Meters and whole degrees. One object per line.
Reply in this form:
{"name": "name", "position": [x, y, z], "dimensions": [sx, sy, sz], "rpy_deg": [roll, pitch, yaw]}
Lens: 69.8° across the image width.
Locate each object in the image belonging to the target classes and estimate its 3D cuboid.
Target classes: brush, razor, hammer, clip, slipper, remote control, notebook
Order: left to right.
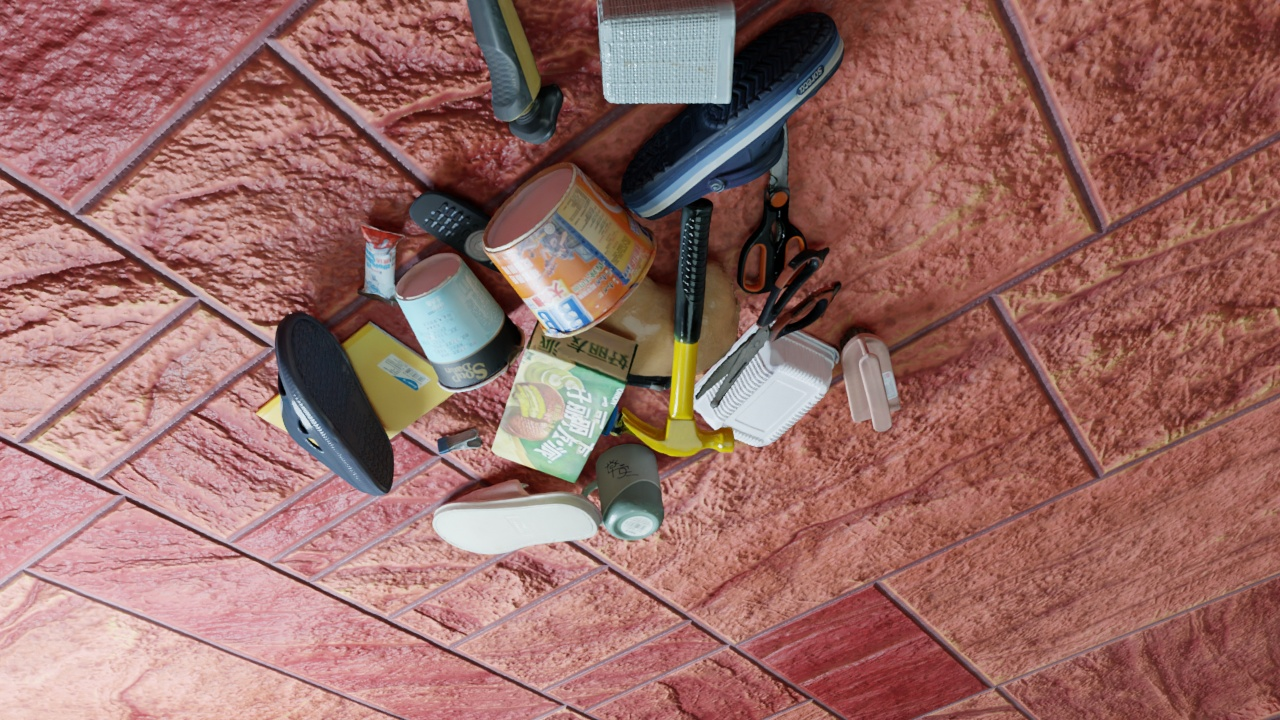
{"name": "slipper", "position": [-0.362, 0.065, 1.038], "dimensions": [0.083, 0.110, 0.268], "rpy_deg": [-11, 136, 6]}
{"name": "notebook", "position": [-0.337, 0.047, 1.104], "dimensions": [0.207, 0.010, 0.146], "rpy_deg": [-34, 130, 22]}
{"name": "clip", "position": [-0.231, 0.104, 1.171], "dimensions": [0.057, 0.024, 0.028], "rpy_deg": [-14, 139, -5]}
{"name": "remote control", "position": [-0.174, -0.134, 0.946], "dimensions": [0.136, 0.024, 0.053], "rpy_deg": [31, 121, -34]}
{"name": "razor", "position": [-0.114, -0.274, 0.808], "dimensions": [0.067, 0.062, 0.168], "rpy_deg": [-34, 132, -19]}
{"name": "slipper", "position": [-0.168, 0.207, 1.234], "dimensions": [0.275, 0.054, 0.114], "rpy_deg": [-14, 129, 33]}
{"name": "razor", "position": [0.003, 0.095, 1.202], "dimensions": [0.142, 0.022, 0.042], "rpy_deg": [24, 82, -33]}
{"name": "hammer", "position": [0.049, -0.026, 0.980], "dimensions": [0.128, 0.032, 0.301], "rpy_deg": [0, 119, -5]}
{"name": "slipper", "position": [0.092, -0.210, 0.860], "dimensions": [0.253, 0.105, 0.095], "rpy_deg": [-36, 128, 24]}
{"name": "brush", "position": [0.286, 0.022, 1.143], "dimensions": [0.063, 0.073, 0.146], "rpy_deg": [-17, 133, 7]}

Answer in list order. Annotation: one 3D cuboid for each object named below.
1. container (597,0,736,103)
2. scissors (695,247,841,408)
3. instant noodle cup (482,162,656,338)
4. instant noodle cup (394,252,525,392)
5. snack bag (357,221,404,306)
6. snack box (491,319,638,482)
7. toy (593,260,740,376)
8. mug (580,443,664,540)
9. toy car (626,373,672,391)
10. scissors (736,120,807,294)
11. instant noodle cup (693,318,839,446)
{"name": "container", "position": [0.020, -0.278, 0.797], "dimensions": [0.111, 0.090, 0.090], "rpy_deg": [-3, 134, -3]}
{"name": "scissors", "position": [0.150, -0.034, 1.049], "dimensions": [0.213, 0.015, 0.197], "rpy_deg": [-18, 134, -30]}
{"name": "instant noodle cup", "position": [-0.076, -0.114, 0.905], "dimensions": [0.152, 0.151, 0.111], "rpy_deg": [-31, 122, 20]}
{"name": "instant noodle cup", "position": [-0.197, -0.047, 0.979], "dimensions": [0.111, 0.111, 0.120], "rpy_deg": [-20, 126, 10]}
{"name": "snack bag", "position": [-0.273, -0.100, 0.962], "dimensions": [0.048, 0.026, 0.104], "rpy_deg": [17, 129, -6]}
{"name": "snack box", "position": [-0.093, 0.047, 1.058], "dimensions": [0.114, 0.063, 0.241], "rpy_deg": [21, 142, -6]}
{"name": "toy", "position": [0.000, -0.043, 1.031], "dimensions": [0.226, 0.082, 0.143], "rpy_deg": [-3, 115, -5]}
{"name": "mug", "position": [-0.027, 0.181, 1.220], "dimensions": [0.112, 0.106, 0.082], "rpy_deg": [-20, 135, 10]}
{"name": "toy car", "position": [-0.007, 0.006, 1.100], "dimensions": [0.105, 0.031, 0.049], "rpy_deg": [9, 104, -14]}
{"name": "scissors", "position": [0.157, -0.169, 0.978], "dimensions": [0.125, 0.021, 0.235], "rpy_deg": [1, 129, -23]}
{"name": "instant noodle cup", "position": [0.157, 0.040, 1.148], "dimensions": [0.138, 0.060, 0.174], "rpy_deg": [23, 128, -28]}
